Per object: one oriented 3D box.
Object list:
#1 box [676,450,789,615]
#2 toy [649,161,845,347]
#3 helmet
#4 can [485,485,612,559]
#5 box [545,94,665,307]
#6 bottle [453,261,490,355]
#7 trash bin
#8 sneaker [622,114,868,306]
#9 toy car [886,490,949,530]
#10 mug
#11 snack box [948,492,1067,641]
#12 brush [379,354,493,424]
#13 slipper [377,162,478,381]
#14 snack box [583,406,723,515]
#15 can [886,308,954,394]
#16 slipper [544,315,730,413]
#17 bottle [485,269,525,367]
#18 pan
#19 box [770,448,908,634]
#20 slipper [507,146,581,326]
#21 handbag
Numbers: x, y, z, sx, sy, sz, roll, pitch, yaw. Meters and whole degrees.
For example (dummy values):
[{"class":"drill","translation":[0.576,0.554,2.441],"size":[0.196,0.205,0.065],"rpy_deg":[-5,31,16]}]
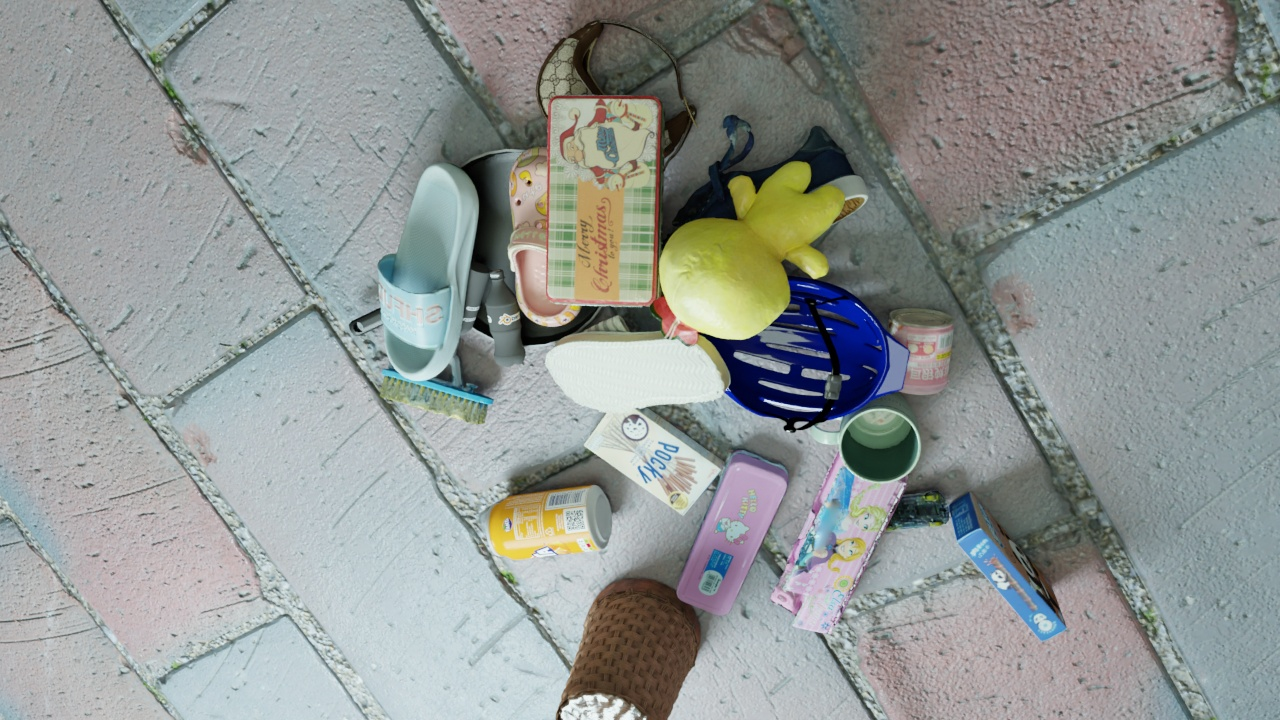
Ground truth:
[{"class":"box","translation":[0.109,0.208,1.104],"size":[0.076,0.036,0.214],"rpy_deg":[20,113,2]},{"class":"toy","translation":[0.097,-0.101,0.858],"size":[0.207,0.092,0.134],"rpy_deg":[-41,64,-8]},{"class":"helmet","translation":[0.142,-0.007,0.914],"size":[0.242,0.227,0.148],"rpy_deg":[10,103,13]},{"class":"can","translation":[-0.111,0.200,1.128],"size":[0.143,0.079,0.079],"rpy_deg":[-10,107,17]},{"class":"box","translation":[-0.034,-0.156,0.907],"size":[0.118,0.050,0.205],"rpy_deg":[4,96,10]},{"class":"bottle","translation":[-0.202,-0.056,1.047],"size":[0.030,0.030,0.113],"rpy_deg":[24,113,4]},{"class":"trash bin","translation":[-0.017,0.382,1.100],"size":[0.151,0.209,0.151],"rpy_deg":[5,111,12]},{"class":"sneaker","translation":[0.076,-0.155,0.957],"size":[0.295,0.120,0.127],"rpy_deg":[-27,79,18]},{"class":"toy car","translation":[0.306,0.170,1.044],"size":[0.090,0.027,0.039],"rpy_deg":[-12,98,33]},{"class":"mug","translation":[0.240,0.071,0.984],"size":[0.111,0.103,0.084],"rpy_deg":[1,109,12]},{"class":"snack box","translation":[0.402,0.225,1.010],"size":[0.034,0.087,0.151],"rpy_deg":[-39,97,21]},{"class":"brush","translation":[-0.241,0.027,1.113],"size":[0.136,0.055,0.075],"rpy_deg":[16,90,7]},{"class":"slipper","translation":[-0.243,-0.097,1.006],"size":[0.104,0.074,0.246],"rpy_deg":[28,111,31]},{"class":"snack box","translation":[0.016,0.111,1.095],"size":[0.150,0.026,0.082],"rpy_deg":[35,113,0]},{"class":"can","translation":[0.291,-0.010,0.963],"size":[0.067,0.067,0.076],"rpy_deg":[4,110,12]},{"class":"slipper","translation":[-0.006,0.006,0.986],"size":[0.273,0.053,0.114],"rpy_deg":[-6,128,52]},{"class":"bottle","translation":[-0.154,-0.048,1.036],"size":[0.036,0.036,0.110],"rpy_deg":[-1,110,14]},{"class":"pan","translation":[-0.193,-0.103,1.063],"size":[0.357,0.034,0.225],"rpy_deg":[-22,103,20]},{"class":"box","translation":[0.218,0.210,1.045],"size":[0.085,0.076,0.231],"rpy_deg":[29,115,23]},{"class":"slipper","translation":[-0.100,-0.124,0.975],"size":[0.093,0.081,0.197],"rpy_deg":[4,112,10]},{"class":"handbag","translation":[-0.020,-0.270,0.953],"size":[0.166,0.063,0.138],"rpy_deg":[44,103,-3]}]
